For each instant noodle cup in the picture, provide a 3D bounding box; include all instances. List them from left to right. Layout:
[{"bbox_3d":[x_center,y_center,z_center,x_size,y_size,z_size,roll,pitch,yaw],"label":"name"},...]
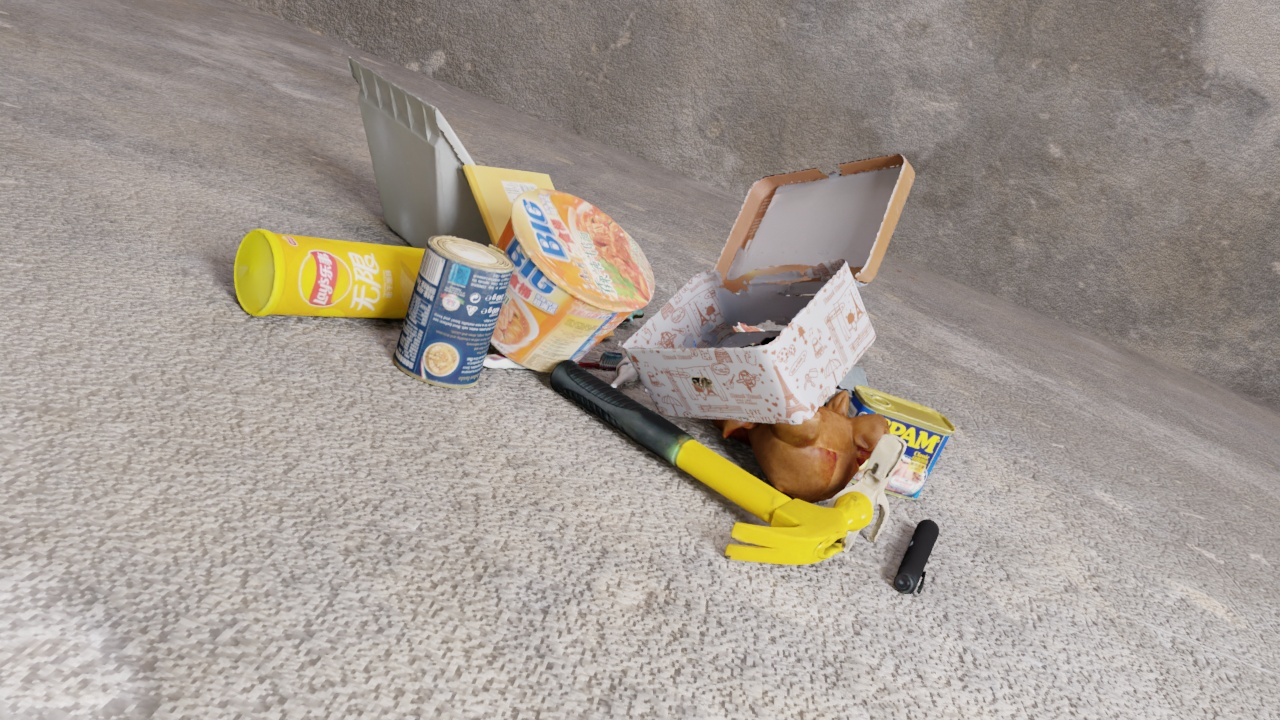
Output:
[{"bbox_3d":[-0.079,-0.068,0.850,0.151,0.112,0.151,27,36,-22],"label":"instant noodle cup"}]

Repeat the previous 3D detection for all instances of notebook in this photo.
[{"bbox_3d":[-0.107,-0.114,0.991,0.145,0.010,0.206,-11,77,-58],"label":"notebook"}]

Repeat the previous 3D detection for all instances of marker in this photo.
[{"bbox_3d":[0.232,0.161,0.762,0.022,0.020,0.131,16,15,21],"label":"marker"}]

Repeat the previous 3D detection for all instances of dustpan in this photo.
[{"bbox_3d":[-0.217,-0.215,1.085,0.142,0.258,0.223,-22,41,-31],"label":"dustpan"}]

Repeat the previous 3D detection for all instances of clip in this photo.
[{"bbox_3d":[0.190,0.113,0.760,0.035,0.101,0.096,33,-6,36],"label":"clip"}]

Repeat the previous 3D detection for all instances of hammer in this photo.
[{"bbox_3d":[0.035,0.075,0.752,0.301,0.033,0.128,30,30,34],"label":"hammer"}]

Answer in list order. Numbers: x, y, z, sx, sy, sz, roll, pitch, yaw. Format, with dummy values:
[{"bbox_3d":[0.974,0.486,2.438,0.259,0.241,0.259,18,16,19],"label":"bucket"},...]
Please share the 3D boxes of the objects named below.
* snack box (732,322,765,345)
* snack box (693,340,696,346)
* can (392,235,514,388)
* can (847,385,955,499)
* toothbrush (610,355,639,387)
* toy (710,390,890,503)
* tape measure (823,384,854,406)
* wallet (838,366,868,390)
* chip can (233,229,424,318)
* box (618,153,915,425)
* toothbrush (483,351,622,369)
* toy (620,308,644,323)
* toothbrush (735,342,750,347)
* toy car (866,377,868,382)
[{"bbox_3d":[0.158,-0.008,1.168,0.075,0.025,0.152,15,18,-17],"label":"snack box"},{"bbox_3d":[0.074,-0.004,1.059,0.084,0.026,0.157,22,18,-2],"label":"snack box"},{"bbox_3d":[-0.156,-0.042,0.771,0.075,0.111,0.075,19,18,-7],"label":"can"},{"bbox_3d":[0.243,0.082,0.904,0.102,0.083,0.057,18,18,-9],"label":"can"},{"bbox_3d":[-0.006,0.006,0.941,0.026,0.027,0.220,66,18,-7],"label":"toothbrush"},{"bbox_3d":[0.124,0.041,0.846,0.140,0.130,0.199,15,9,-28],"label":"toy"},{"bbox_3d":[0.197,0.056,0.957,0.066,0.066,0.033,25,14,5],"label":"tape measure"},{"bbox_3d":[0.202,0.039,1.036,0.129,0.037,0.106,14,44,-21],"label":"wallet"},{"bbox_3d":[-0.246,-0.071,0.824,0.072,0.072,0.213,34,21,35],"label":"chip can"},{"bbox_3d":[0.124,-0.068,0.810,0.179,0.103,0.260,1,39,48],"label":"box"},{"bbox_3d":[-0.082,-0.001,0.888,0.187,0.017,0.016,2,25,-48],"label":"toothbrush"},{"bbox_3d":[-0.042,-0.067,1.111,0.092,0.030,0.096,22,23,12],"label":"toy"},{"bbox_3d":[0.152,0.002,1.074,0.212,0.026,0.027,28,17,-10],"label":"toothbrush"},{"bbox_3d":[0.243,0.012,1.195,0.106,0.031,0.049,31,19,25],"label":"toy car"}]
